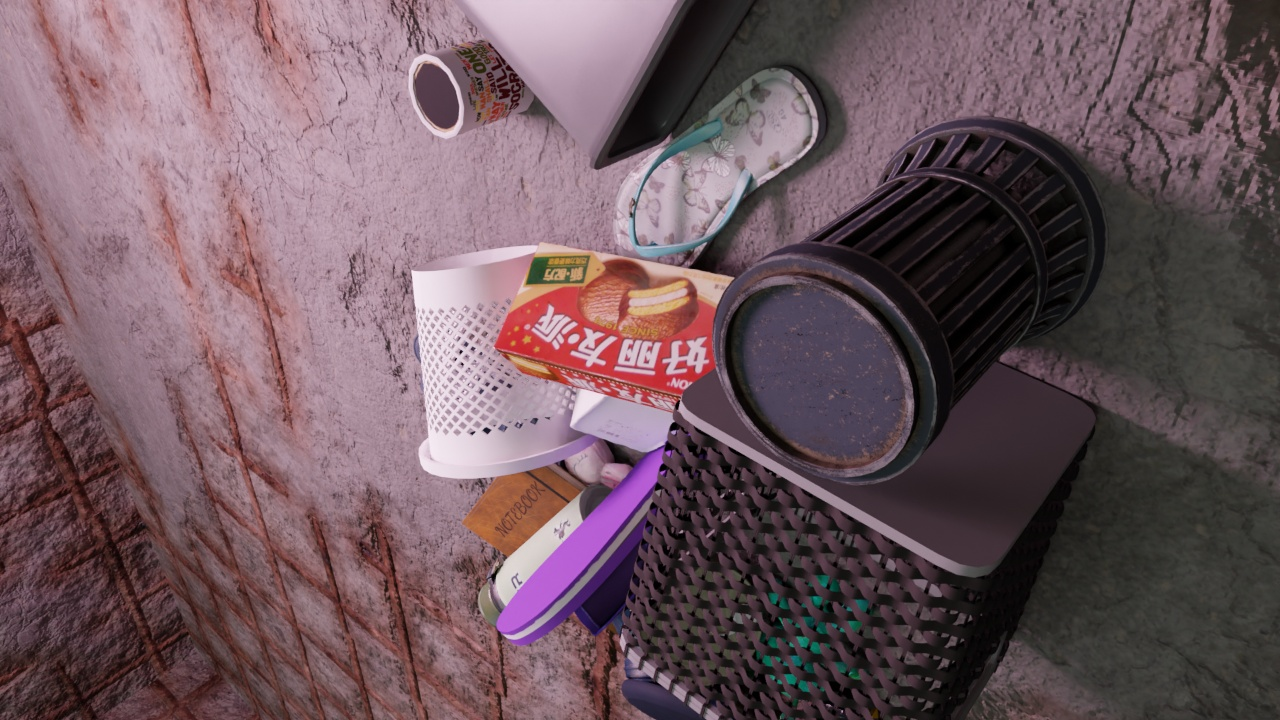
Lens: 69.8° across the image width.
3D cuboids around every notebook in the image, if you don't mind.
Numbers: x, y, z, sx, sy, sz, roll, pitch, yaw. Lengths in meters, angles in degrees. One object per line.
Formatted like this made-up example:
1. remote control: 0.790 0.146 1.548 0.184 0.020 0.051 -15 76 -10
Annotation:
1. notebook: -0.068 0.211 1.061 0.249 0.014 0.179 37 126 -4

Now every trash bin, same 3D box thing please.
1. trash bin: 0.163 -0.038 0.566 0.164 0.226 0.164 25 132 32
2. trash bin: -0.150 -0.008 0.952 0.196 0.195 0.200 5 109 43
3. trash bin: -0.040 -0.295 0.701 0.220 0.097 0.192 50 140 9

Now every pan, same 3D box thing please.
1. pan: 0.143 0.420 0.976 0.356 0.021 0.199 19 154 11

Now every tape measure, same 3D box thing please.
1. tape measure: 0.210 0.371 0.945 0.072 0.042 0.072 3 120 40

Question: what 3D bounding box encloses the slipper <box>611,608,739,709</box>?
1. slipper: 0.033 0.328 1.027 0.105 0.095 0.253 -16 117 37

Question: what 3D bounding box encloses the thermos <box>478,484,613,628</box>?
1. thermos: -0.103 0.226 1.025 0.082 0.082 0.232 51 126 7

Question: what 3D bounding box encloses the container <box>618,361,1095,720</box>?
1. container: 0.156 0.130 0.681 0.246 0.246 0.244 29 130 29

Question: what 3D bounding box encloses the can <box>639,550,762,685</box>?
1. can: 0.054 0.259 0.944 0.128 0.127 0.073 62 175 -7

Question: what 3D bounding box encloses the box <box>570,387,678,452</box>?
1. box: -0.015 -0.001 0.905 0.128 0.136 0.109 21 144 -21

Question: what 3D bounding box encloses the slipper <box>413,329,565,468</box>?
1. slipper: -0.203 0.056 1.115 0.263 0.082 0.101 38 135 19

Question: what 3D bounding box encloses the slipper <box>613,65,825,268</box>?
1. slipper: 0.040 -0.145 0.757 0.098 0.054 0.270 55 139 4

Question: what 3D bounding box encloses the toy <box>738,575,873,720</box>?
1. toy: 0.162 0.283 0.915 0.130 0.072 0.194 41 130 25

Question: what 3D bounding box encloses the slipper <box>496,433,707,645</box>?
1. slipper: -0.012 0.187 0.887 0.084 0.266 0.107 46 165 -12

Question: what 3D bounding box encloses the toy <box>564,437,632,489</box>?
1. toy: -0.048 0.118 1.029 0.110 0.047 0.064 28 145 23

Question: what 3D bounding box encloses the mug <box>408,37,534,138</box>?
1. mug: -0.166 -0.254 0.858 0.105 0.089 0.073 -1 115 45

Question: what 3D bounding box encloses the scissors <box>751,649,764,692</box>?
1. scissors: 0.120 0.311 1.010 0.125 0.019 0.157 17 130 42

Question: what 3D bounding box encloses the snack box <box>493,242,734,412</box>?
1. snack box: -0.004 -0.025 0.801 0.237 0.113 0.060 14 163 29
